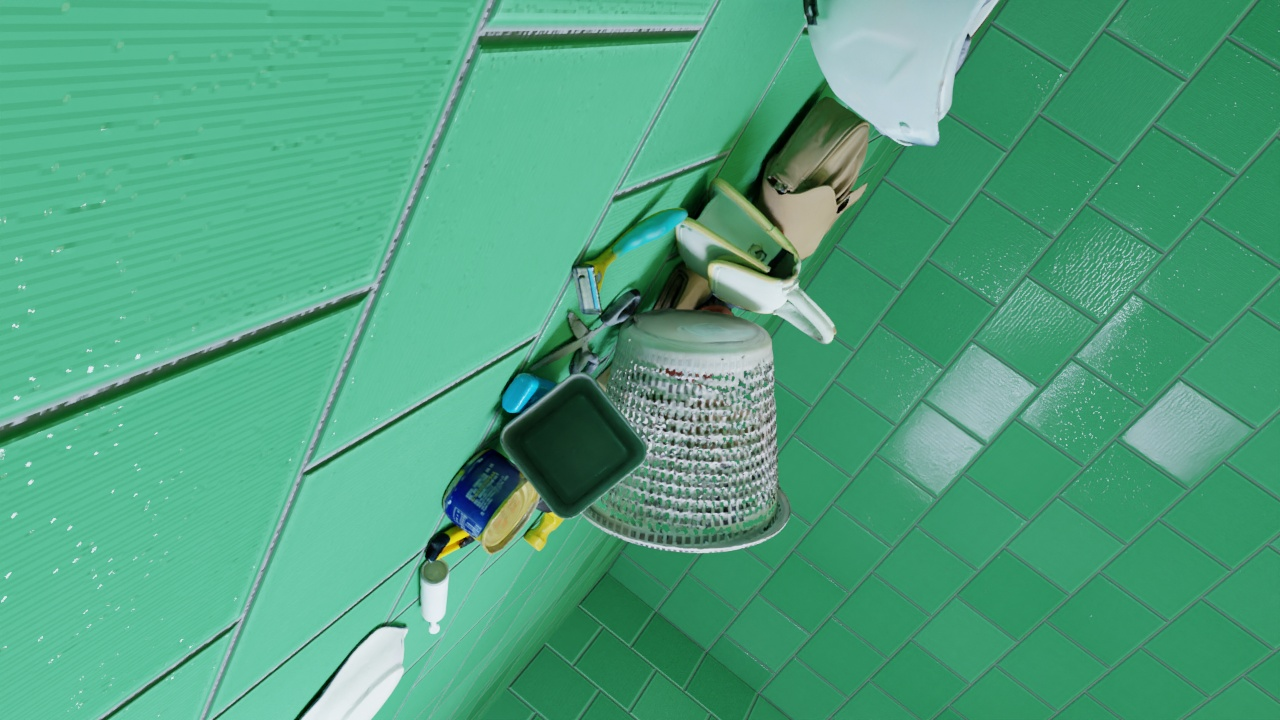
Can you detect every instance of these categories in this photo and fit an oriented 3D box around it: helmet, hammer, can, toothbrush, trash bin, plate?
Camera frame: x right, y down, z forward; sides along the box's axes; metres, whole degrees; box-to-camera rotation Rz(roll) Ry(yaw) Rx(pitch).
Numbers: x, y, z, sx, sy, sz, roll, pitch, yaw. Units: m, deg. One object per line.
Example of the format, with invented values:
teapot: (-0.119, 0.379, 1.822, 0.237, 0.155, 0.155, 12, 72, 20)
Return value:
helmet: (0.200, -0.279, 0.646, 0.230, 0.146, 0.257, -58, 178, 33)
hammer: (-0.113, 0.174, 1.135, 0.128, 0.033, 0.301, -52, 171, -9)
can: (-0.130, 0.125, 0.810, 0.074, 0.049, 0.148, -51, 171, -16)
toothbrush: (-0.211, 0.248, 0.938, 0.026, 0.026, 0.222, -8, 153, -17)
trash bin: (0.049, 0.057, 0.927, 0.226, 0.228, 0.192, -35, 132, -63)
plate: (-0.280, 0.332, 0.889, 0.163, 0.034, 0.164, -51, 170, -13)

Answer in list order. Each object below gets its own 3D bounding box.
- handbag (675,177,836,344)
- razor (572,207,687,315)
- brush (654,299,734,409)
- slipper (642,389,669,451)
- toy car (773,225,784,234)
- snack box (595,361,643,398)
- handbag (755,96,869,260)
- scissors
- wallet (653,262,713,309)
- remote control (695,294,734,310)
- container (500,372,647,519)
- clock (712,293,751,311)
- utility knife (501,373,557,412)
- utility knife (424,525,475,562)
handbag: (0.113, -0.077, 0.870, 0.063, 0.179, 0.163, -47, 172, -3)
razor: (-0.007, -0.086, 0.702, 0.132, 0.028, 0.043, -43, 136, -37)
brush: (0.064, -0.005, 1.070, 0.146, 0.063, 0.069, -59, -177, 35)
slipper: (0.052, -0.001, 1.228, 0.274, 0.054, 0.114, -62, 177, -15)
toy car: (0.120, -0.136, 1.015, 0.120, 0.053, 0.045, -1, 89, -57)
snack box: (-0.006, 0.006, 1.060, 0.156, 0.026, 0.085, -47, 169, -36)
handbag: (0.199, -0.201, 1.076, 0.147, 0.100, 0.205, -48, 166, -17)
scissors: (-0.048, -0.019, 0.806, 0.178, 0.014, 0.160, -44, 165, -36)
wallet: (0.058, -0.085, 1.027, 0.115, 0.033, 0.090, -41, 162, -51)
remote control: (0.083, -0.069, 1.150, 0.136, 0.053, 0.024, -32, 125, -50)
container: (-0.056, 0.072, 0.767, 0.090, 0.090, 0.114, -38, 177, -7)
clock: (0.122, -0.100, 1.130, 0.055, 0.082, 0.121, -62, 170, 25)
utility knife: (-0.085, 0.030, 0.777, 0.034, 0.018, 0.162, -54, 172, 1)
utility knife: (-0.165, 0.168, 0.903, 0.033, 0.015, 0.192, -52, 171, 7)
